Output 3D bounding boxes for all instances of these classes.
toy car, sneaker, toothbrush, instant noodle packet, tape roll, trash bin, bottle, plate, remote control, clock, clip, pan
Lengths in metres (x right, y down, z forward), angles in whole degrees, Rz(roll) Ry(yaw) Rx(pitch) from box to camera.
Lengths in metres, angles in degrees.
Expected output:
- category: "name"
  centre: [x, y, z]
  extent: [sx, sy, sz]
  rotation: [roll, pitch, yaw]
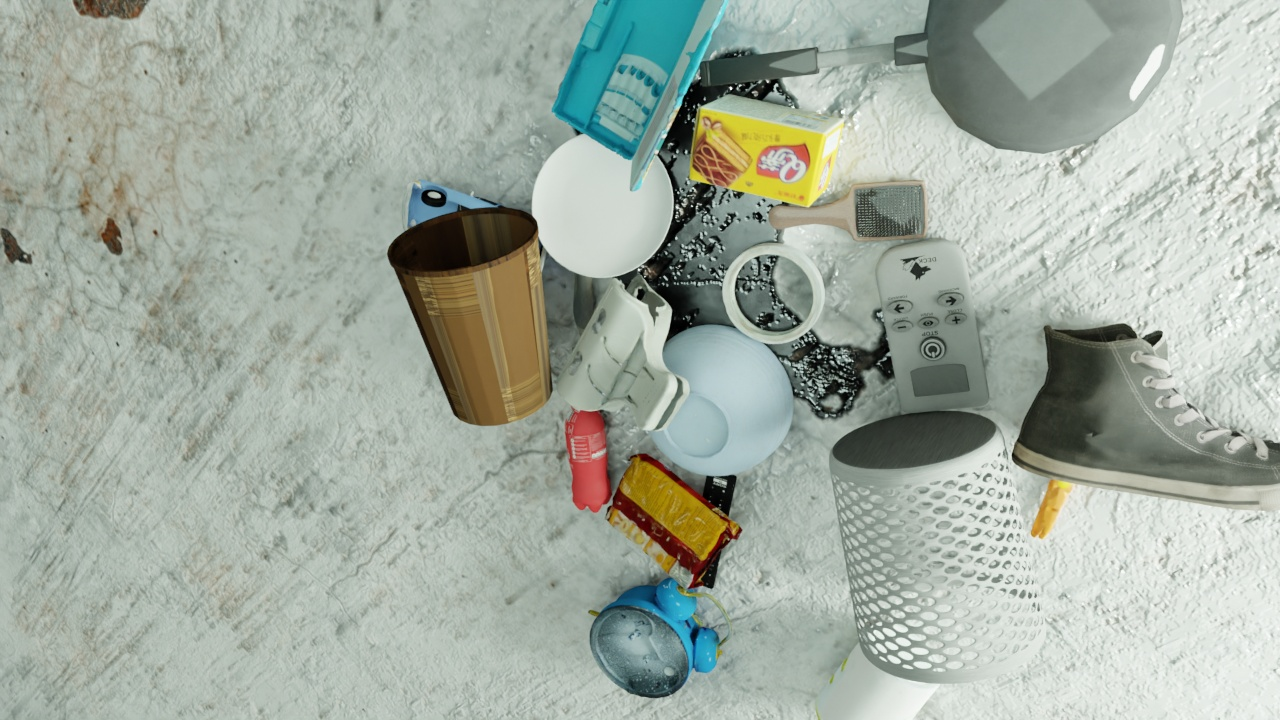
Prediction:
- category: "toy car"
  centre: [-0.160, -0.130, 0.900]
  extent: [0.153, 0.054, 0.056]
  rotation: [22, 123, 6]
- category: "sneaker"
  centre: [0.420, 0.040, 0.705]
  extent: [0.235, 0.095, 0.120]
  rotation: [9, 105, 20]
- category: "toothbrush"
  centre: [-0.056, -0.059, 0.910]
  extent: [0.024, 0.022, 0.186]
  rotation: [20, 120, 38]
- category: "instant noodle packet"
  centre: [0.030, 0.165, 0.941]
  extent: [0.135, 0.039, 0.099]
  rotation: [36, 124, 19]
- category: "tape roll"
  centre: [0.120, -0.061, 0.835]
  extent: [0.093, 0.013, 0.093]
  rotation: [9, 113, 21]
- category: "trash bin"
  centre: [0.249, 0.151, 0.784]
  extent: [0.157, 0.156, 0.183]
  rotation: [-9, 104, 26]
- category: "bottle"
  centre: [-0.056, 0.090, 0.955]
  extent: [0.042, 0.041, 0.142]
  rotation: [3, 111, 22]
- category: "plate"
  centre: [-0.035, -0.145, 0.853]
  extent: [0.135, 0.011, 0.134]
  rotation: [1, 93, 12]
- category: "remote control"
  centre: [0.073, 0.175, 0.951]
  extent: [0.030, 0.009, 0.140]
  rotation: [17, 116, 17]
- category: "clock"
  centre: [0.023, 0.298, 0.994]
  extent: [0.162, 0.060, 0.117]
  rotation: [-22, 99, 27]
- category: "clip"
  centre: [-0.023, -0.001, 0.843]
  extent: [0.104, 0.151, 0.127]
  rotation: [17, 117, -28]
- category: "remote control"
  centre: [0.249, -0.028, 0.788]
  extent: [0.074, 0.019, 0.151]
  rotation: [-8, 107, 26]
- category: "pan"
  centre: [0.215, -0.240, 0.707]
  extent: [0.358, 0.041, 0.179]
  rotation: [1, 110, 23]

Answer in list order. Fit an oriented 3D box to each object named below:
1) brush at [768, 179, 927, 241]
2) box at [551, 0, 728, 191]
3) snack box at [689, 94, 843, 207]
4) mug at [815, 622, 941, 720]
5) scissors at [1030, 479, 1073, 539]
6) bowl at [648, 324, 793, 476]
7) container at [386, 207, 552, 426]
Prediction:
- category: "brush"
  centre: [0.175, -0.125, 0.785]
  extent: [0.136, 0.015, 0.050]
  rotation: [0, 109, 23]
- category: "box"
  centre: [0.025, -0.269, 0.755]
  extent: [0.171, 0.084, 0.228]
  rotation: [51, 125, 37]
- category: "snack box"
  centre: [0.103, -0.175, 0.757]
  extent: [0.106, 0.083, 0.061]
  rotation: [17, 117, 16]
- category: "mug"
  centre: [0.232, 0.322, 0.898]
  extent: [0.082, 0.082, 0.106]
  rotation: [31, 118, 10]
- category: "scissors"
  centre: [0.369, 0.105, 0.794]
  extent: [0.065, 0.013, 0.129]
  rotation: [17, 115, 17]
- category: "bowl"
  centre: [0.063, 0.049, 0.868]
  extent: [0.151, 0.074, 0.151]
  rotation: [9, 114, 20]
- category: "container"
  centre: [-0.144, -0.037, 0.841]
  extent: [0.132, 0.131, 0.167]
  rotation: [6, 124, 22]
